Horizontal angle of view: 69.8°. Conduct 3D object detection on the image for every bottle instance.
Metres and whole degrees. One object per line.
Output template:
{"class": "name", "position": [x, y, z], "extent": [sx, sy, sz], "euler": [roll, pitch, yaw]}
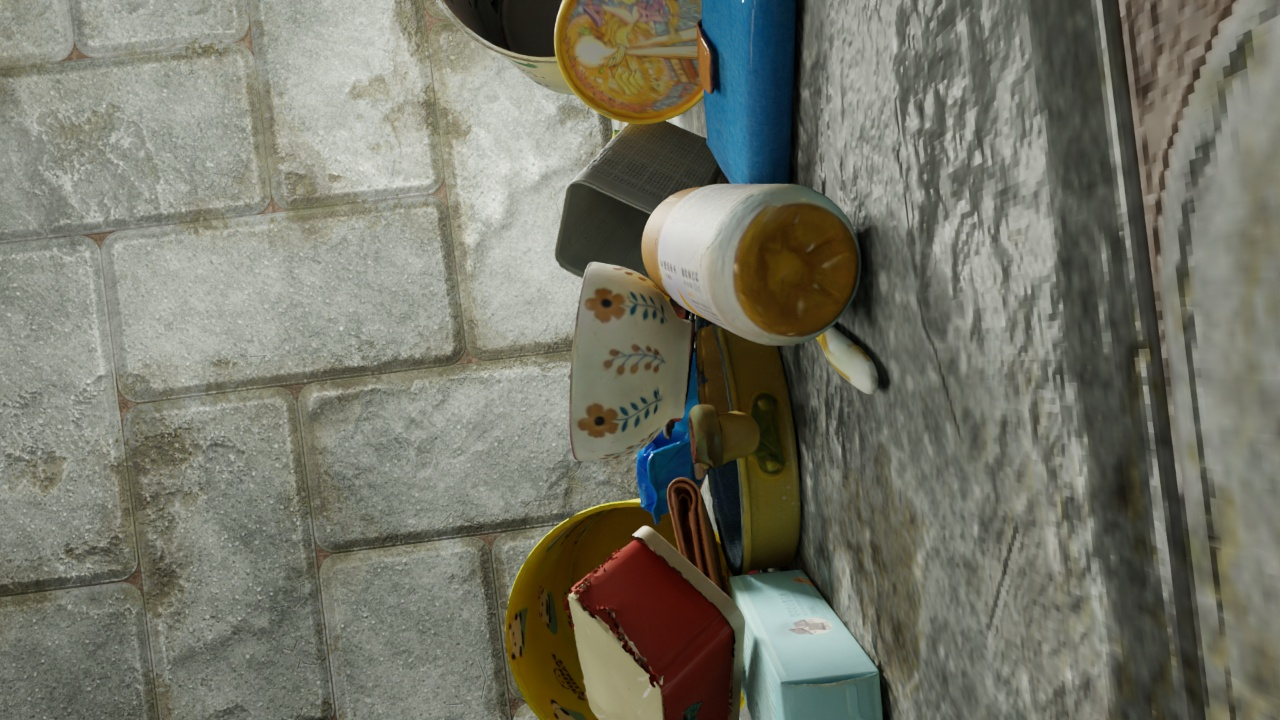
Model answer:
{"class": "bottle", "position": [0.042, -0.054, 0.456], "extent": [0.189, 0.068, 0.068], "euler": [-140, 42, -73]}

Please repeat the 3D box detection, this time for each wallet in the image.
{"class": "wallet", "position": [0.044, 0.149, 0.639], "extent": [0.132, 0.031, 0.107], "euler": [70, -171, -65]}
{"class": "wallet", "position": [0.056, -0.156, 0.496], "extent": [0.106, 0.040, 0.133], "euler": [-107, 9, -50]}

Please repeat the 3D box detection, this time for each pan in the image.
{"class": "pan", "position": [0.056, 0.047, 0.574], "extent": [0.357, 0.078, 0.197], "euler": [106, 157, -84]}

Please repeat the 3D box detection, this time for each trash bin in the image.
{"class": "trash bin", "position": [-0.075, -0.378, 0.901], "extent": [0.251, 0.229, 0.229], "euler": [-61, -36, -85]}
{"class": "trash bin", "position": [0.000, 0.244, 0.930], "extent": [0.255, 0.229, 0.229], "euler": [35, -132, -86]}

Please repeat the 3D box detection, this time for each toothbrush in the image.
{"class": "toothbrush", "position": [0.083, -0.017, 0.458], "extent": [0.191, 0.018, 0.016], "euler": [-105, 6, -72]}

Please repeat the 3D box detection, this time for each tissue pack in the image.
{"class": "tissue pack", "position": [0.041, 0.062, 0.805], "extent": [0.156, 0.052, 0.095], "euler": [-59, -26, -44]}

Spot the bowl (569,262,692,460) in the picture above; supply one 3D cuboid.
{"class": "bowl", "position": [-0.003, 0.003, 0.523], "extent": [0.113, 0.062, 0.113], "euler": [7, -92, -85]}

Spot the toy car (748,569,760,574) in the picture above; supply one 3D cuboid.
{"class": "toy car", "position": [0.083, 0.135, 0.775], "extent": [0.049, 0.031, 0.106], "euler": [92, 169, -82]}

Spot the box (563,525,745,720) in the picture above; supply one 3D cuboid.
{"class": "box", "position": [0.003, 0.188, 0.553], "extent": [0.091, 0.080, 0.169], "euler": [37, 149, 32]}

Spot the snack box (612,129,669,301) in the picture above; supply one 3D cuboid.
{"class": "snack box", "position": [0.001, -0.122, 0.866], "extent": [0.210, 0.070, 0.157], "euler": [-129, 42, -85]}

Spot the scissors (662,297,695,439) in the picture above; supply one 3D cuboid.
{"class": "scissors", "position": [0.040, -0.040, 0.743], "extent": [0.189, 0.015, 0.226], "euler": [72, -154, -71]}

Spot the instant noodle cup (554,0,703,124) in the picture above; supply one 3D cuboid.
{"class": "instant noodle cup", "position": [0.001, -0.254, 0.670], "extent": [0.114, 0.118, 0.119], "euler": [-88, -5, -46]}

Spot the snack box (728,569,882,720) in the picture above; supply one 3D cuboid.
{"class": "snack box", "position": [0.088, 0.178, 0.512], "extent": [0.175, 0.051, 0.074], "euler": [-127, 31, -85]}

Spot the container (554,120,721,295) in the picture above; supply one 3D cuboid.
{"class": "container", "position": [0.004, -0.118, 0.692], "extent": [0.114, 0.090, 0.090], "euler": [-60, -7, -39]}
